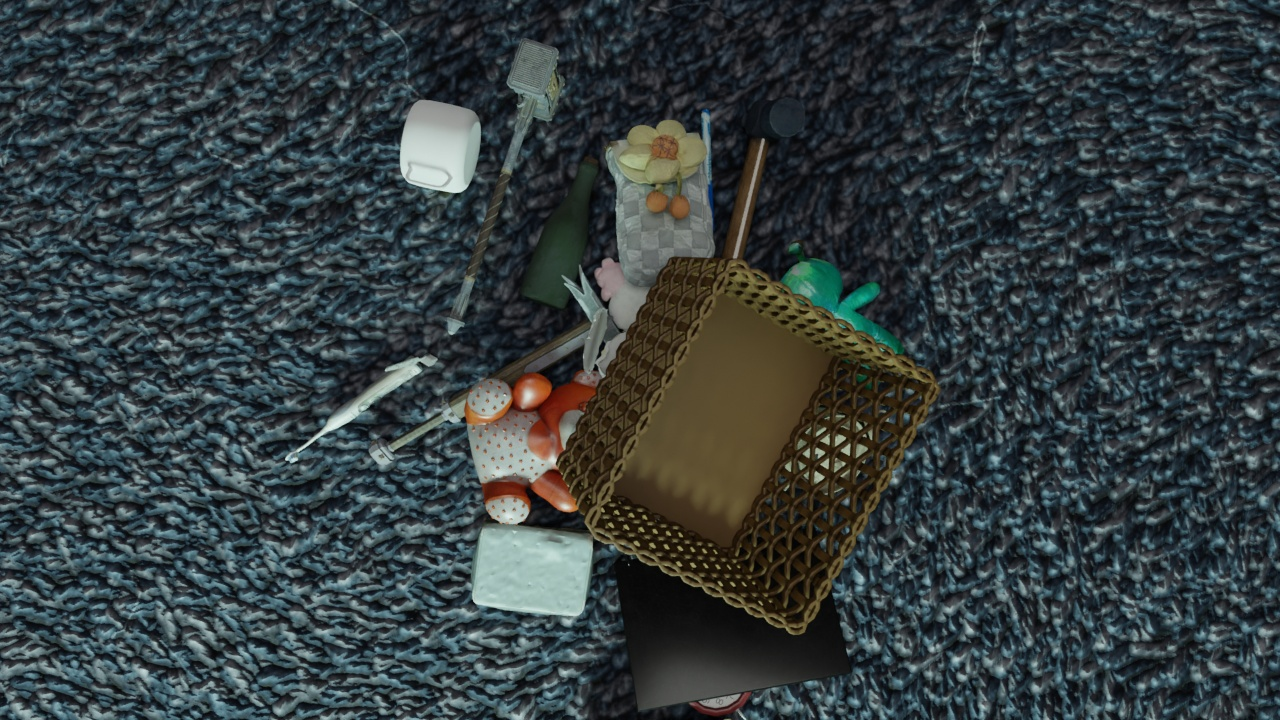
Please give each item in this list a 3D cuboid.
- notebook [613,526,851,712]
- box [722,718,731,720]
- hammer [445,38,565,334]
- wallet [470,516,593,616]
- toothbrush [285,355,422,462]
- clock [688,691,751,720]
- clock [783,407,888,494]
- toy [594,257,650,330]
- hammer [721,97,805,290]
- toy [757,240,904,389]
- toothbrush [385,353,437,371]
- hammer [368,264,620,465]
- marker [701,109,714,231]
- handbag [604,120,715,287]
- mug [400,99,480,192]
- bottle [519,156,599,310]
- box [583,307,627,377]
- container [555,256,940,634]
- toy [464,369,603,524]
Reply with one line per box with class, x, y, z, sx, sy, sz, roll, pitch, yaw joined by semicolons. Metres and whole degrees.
notebook;0.097;0.277;1.008;0.231;0.019;0.169;-10;66;-1
box;0.019;0.455;1.024;0.188;0.061;0.133;-13;111;0
hammer;-0.157;-0.183;1.014;0.044;0.098;0.322;19;88;0
wallet;-0.119;0.230;1.026;0.131;0.054;0.100;10;99;0
toothbrush;-0.330;0.056;1.046;0.185;0.022;0.024;-36;70;-2
clock;0.073;0.345;1.025;0.124;0.044;0.087;24;88;0
clock;0.215;0.089;1.024;0.140;0.054;0.093;-24;114;-12
toy;-0.001;-0.066;1.042;0.125;0.037;0.076;39;92;6
hammer;0.105;-0.127;1.022;0.040;0.129;0.322;10;98;-16
toy;0.215;-0.051;1.029;0.193;0.072;0.130;41;88;-8
toothbrush;-0.239;0.005;0.968;0.010;0.181;0.010;32;93;-2
hammer;-0.165;0.034;1.030;0.317;0.028;0.147;-30;120;5
marker;0.077;-0.219;1.060;0.013;0.013;0.142;-2;88;0
handbag;0.025;-0.171;0.998;0.112;0.123;0.171;-4;74;-5
mug;-0.222;-0.229;1.012;0.068;0.094;0.115;12;51;-1
bottle;-0.083;-0.146;1.036;0.055;0.055;0.174;19;87;1
box;-0.010;0.005;0.989;0.160;0.092;0.081;50;59;-38
container;0.083;0.063;0.855;0.219;0.214;0.251;29;91;-14
toy;-0.098;0.086;1.004;0.172;0.093;0.164;-13;94;-11
